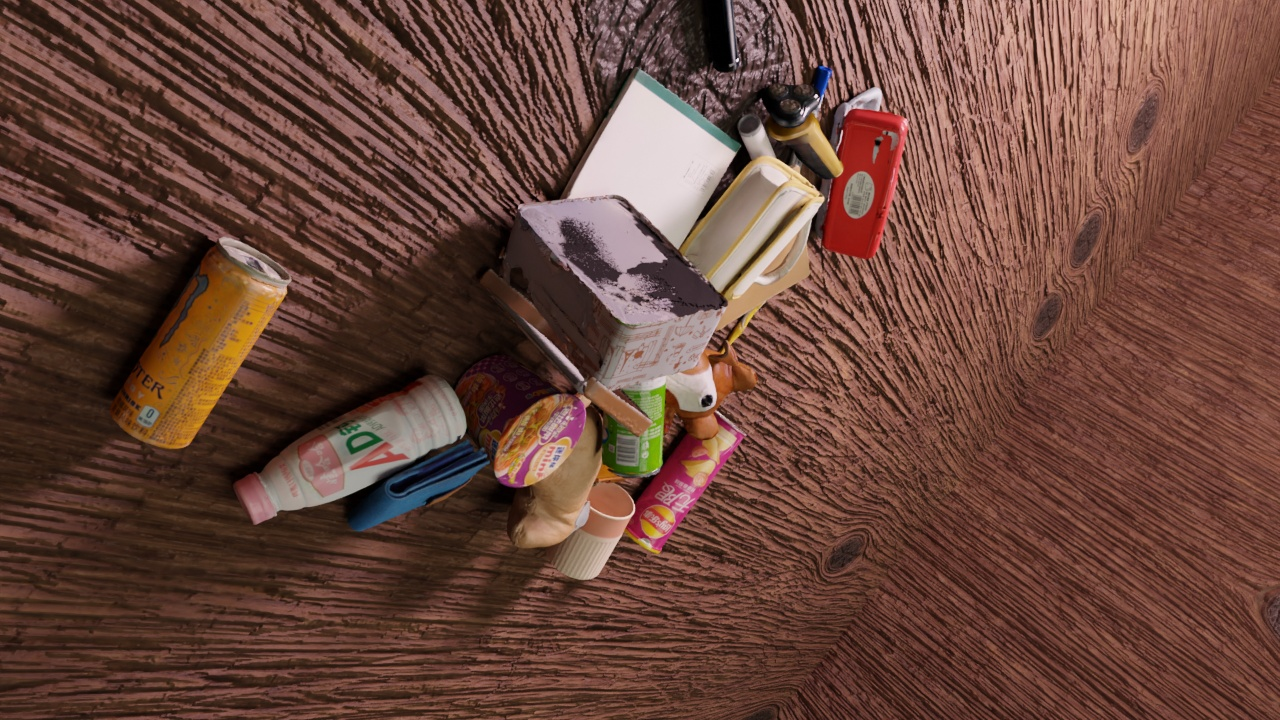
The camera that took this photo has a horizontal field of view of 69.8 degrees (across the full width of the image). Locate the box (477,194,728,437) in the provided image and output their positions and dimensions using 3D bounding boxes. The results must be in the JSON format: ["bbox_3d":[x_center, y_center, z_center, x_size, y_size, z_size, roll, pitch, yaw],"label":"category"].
[{"bbox_3d":[-0.047,-0.028,0.837,0.150,0.182,0.169,-15,142,-38],"label":"box"}]

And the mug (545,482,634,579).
[{"bbox_3d":[-0.061,0.209,1.180,0.106,0.081,0.114,-63,172,22],"label":"mug"}]

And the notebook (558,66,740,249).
[{"bbox_3d":[0.015,-0.186,0.923,0.209,0.012,0.150,14,110,-56],"label":"notebook"}]

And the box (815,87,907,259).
[{"bbox_3d":[0.280,-0.240,1.166,0.202,0.095,0.099,91,20,-44],"label":"box"}]

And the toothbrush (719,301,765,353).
[{"bbox_3d":[0.138,-0.044,1.224,0.191,0.018,0.016,-55,150,6],"label":"toothbrush"}]

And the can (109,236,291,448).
[{"bbox_3d":[-0.307,-0.011,0.642,0.146,0.058,0.058,-55,149,6],"label":"can"}]

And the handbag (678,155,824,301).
[{"bbox_3d":[0.146,-0.136,1.056,0.178,0.063,0.164,10,127,-51],"label":"handbag"}]

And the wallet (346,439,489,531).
[{"bbox_3d":[-0.212,0.121,0.869,0.106,0.040,0.133,-22,173,-38],"label":"wallet"}]

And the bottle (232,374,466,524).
[{"bbox_3d":[-0.252,0.080,0.804,0.196,0.068,0.068,-28,142,-29],"label":"bottle"}]

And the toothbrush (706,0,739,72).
[{"bbox_3d":[0.066,-0.348,0.809,0.027,0.026,0.213,-62,155,-28],"label":"toothbrush"}]

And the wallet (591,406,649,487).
[{"bbox_3d":[-0.020,0.110,1.148,0.130,0.035,0.119,3,109,-54],"label":"wallet"}]

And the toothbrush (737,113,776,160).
[{"bbox_3d":[0.154,-0.210,1.066,0.221,0.026,0.026,45,63,-59],"label":"toothbrush"}]

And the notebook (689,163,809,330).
[{"bbox_3d":[0.137,-0.131,1.113,0.147,0.008,0.208,-31,146,-6],"label":"notebook"}]

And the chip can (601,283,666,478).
[{"bbox_3d":[-0.006,0.006,0.976,0.072,0.072,0.236,-19,119,-42],"label":"chip can"}]

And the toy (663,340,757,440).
[{"bbox_3d":[0.052,0.025,1.096,0.140,0.130,0.199,-53,139,3],"label":"toy"}]

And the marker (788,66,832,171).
[{"bbox_3d":[0.192,-0.268,1.065,0.016,0.017,0.146,-22,138,-40],"label":"marker"}]

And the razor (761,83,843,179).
[{"bbox_3d":[0.190,-0.251,1.024,0.068,0.062,0.167,-37,148,16],"label":"razor"}]

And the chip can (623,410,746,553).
[{"bbox_3d":[0.059,0.166,1.291,0.210,0.071,0.071,-54,149,3],"label":"chip can"}]

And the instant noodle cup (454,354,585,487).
[{"bbox_3d":[-0.126,0.052,0.905,0.111,0.099,0.112,-32,145,-27],"label":"instant noodle cup"}]

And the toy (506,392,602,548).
[{"bbox_3d":[-0.086,0.107,1.023,0.143,0.082,0.226,-48,158,-59],"label":"toy"}]
